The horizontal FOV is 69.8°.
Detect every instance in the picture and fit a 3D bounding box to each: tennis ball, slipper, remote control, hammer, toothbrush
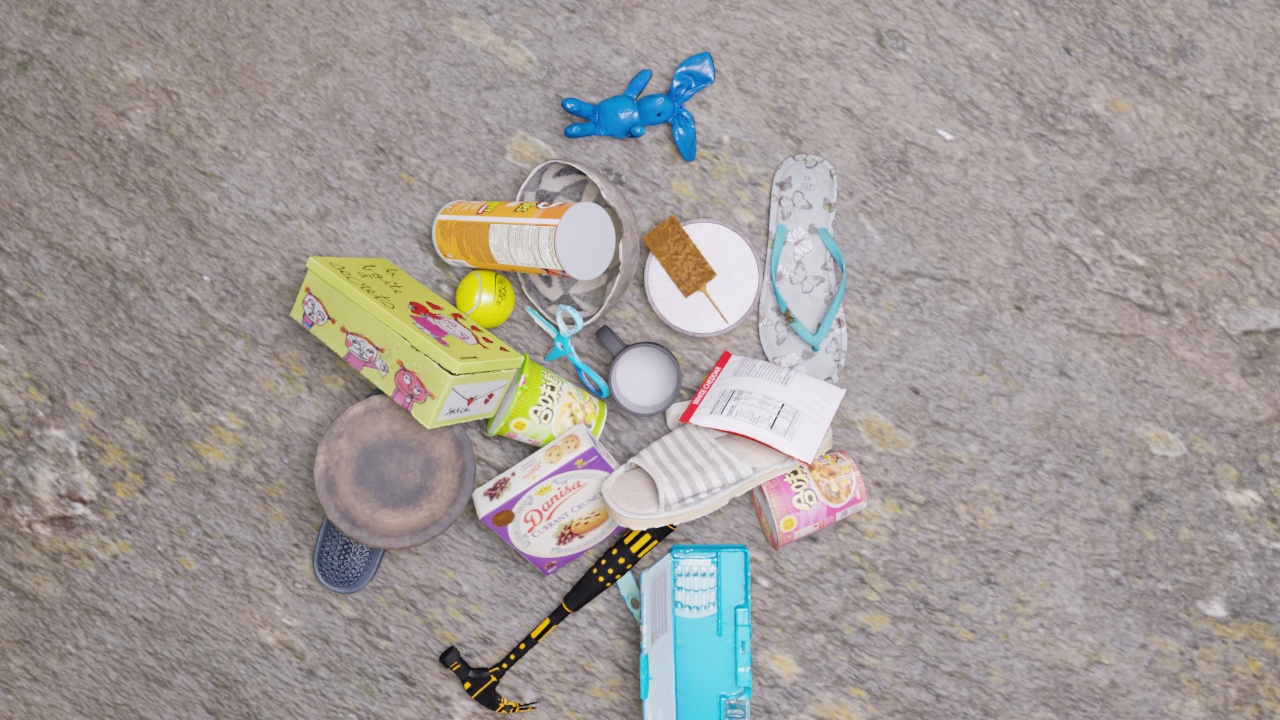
[{"bbox_3d":[-0.174,-0.069,1.025,0.065,0.065,0.065,0,93,2],"label":"tennis ball"},{"bbox_3d":[0.178,-0.095,1.018,0.098,0.054,0.269,-3,92,6],"label":"slipper"},{"bbox_3d":[-0.311,0.144,1.034,0.101,0.082,0.263,22,94,3],"label":"slipper"},{"bbox_3d":[0.090,0.055,1.037,0.125,0.038,0.018,-11,49,2],"label":"remote control"},{"bbox_3d":[0.085,0.102,0.971,0.272,0.114,0.054,-18,120,-24],"label":"slipper"},{"bbox_3d":[-0.079,0.281,1.042,0.321,0.036,0.123,-43,102,9],"label":"hammer"},{"bbox_3d":[-0.003,0.288,1.061,0.022,0.017,0.135,-23,92,3],"label":"toothbrush"}]

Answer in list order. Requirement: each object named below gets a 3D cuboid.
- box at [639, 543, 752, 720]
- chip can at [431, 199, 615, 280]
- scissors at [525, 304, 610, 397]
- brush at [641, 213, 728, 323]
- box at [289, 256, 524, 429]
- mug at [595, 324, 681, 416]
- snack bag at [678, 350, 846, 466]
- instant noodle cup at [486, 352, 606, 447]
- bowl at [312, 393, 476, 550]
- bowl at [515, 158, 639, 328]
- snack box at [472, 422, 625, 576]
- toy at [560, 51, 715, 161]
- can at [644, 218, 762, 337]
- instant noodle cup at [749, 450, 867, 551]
[{"bbox_3d":[0.051,0.326,1.030,0.169,0.086,0.227,-3,93,-33],"label":"box"},{"bbox_3d":[-0.126,-0.128,0.953,0.215,0.075,0.075,11,94,45],"label":"chip can"},{"bbox_3d":[-0.076,-0.012,0.999,0.139,0.134,0.011,49,60,-4],"label":"scissors"},{"bbox_3d":[0.055,-0.095,0.993,0.048,0.017,0.126,-36,91,3],"label":"brush"},{"bbox_3d":[-0.248,-0.026,0.967,0.221,0.124,0.083,37,108,22],"label":"box"},{"bbox_3d":[-0.006,0.006,1.011,0.078,0.088,0.113,-43,91,3],"label":"mug"},{"bbox_3d":[0.133,0.045,0.979,0.144,0.130,0.039,18,133,19],"label":"snack bag"},{"bbox_3d":[-0.100,0.057,1.012,0.108,0.099,0.099,25,93,-18],"label":"instant noodle cup"},{"bbox_3d":[-0.256,0.119,0.964,0.162,0.070,0.162,4,73,-12],"label":"bowl"},{"bbox_3d":[-0.058,-0.128,0.995,0.179,0.081,0.178,12,107,43],"label":"bowl"},{"bbox_3d":[-0.084,0.154,1.003,0.143,0.040,0.148,-33,134,4],"label":"snack box"},{"bbox_3d":[0.000,-0.268,1.010,0.176,0.071,0.113,-11,95,-8],"label":"toy"},{"bbox_3d":[0.070,-0.091,1.025,0.130,0.044,0.130,0,93,2],"label":"can"},{"bbox_3d":[0.185,0.148,1.014,0.108,0.098,0.097,-17,92,-6],"label":"instant noodle cup"}]
